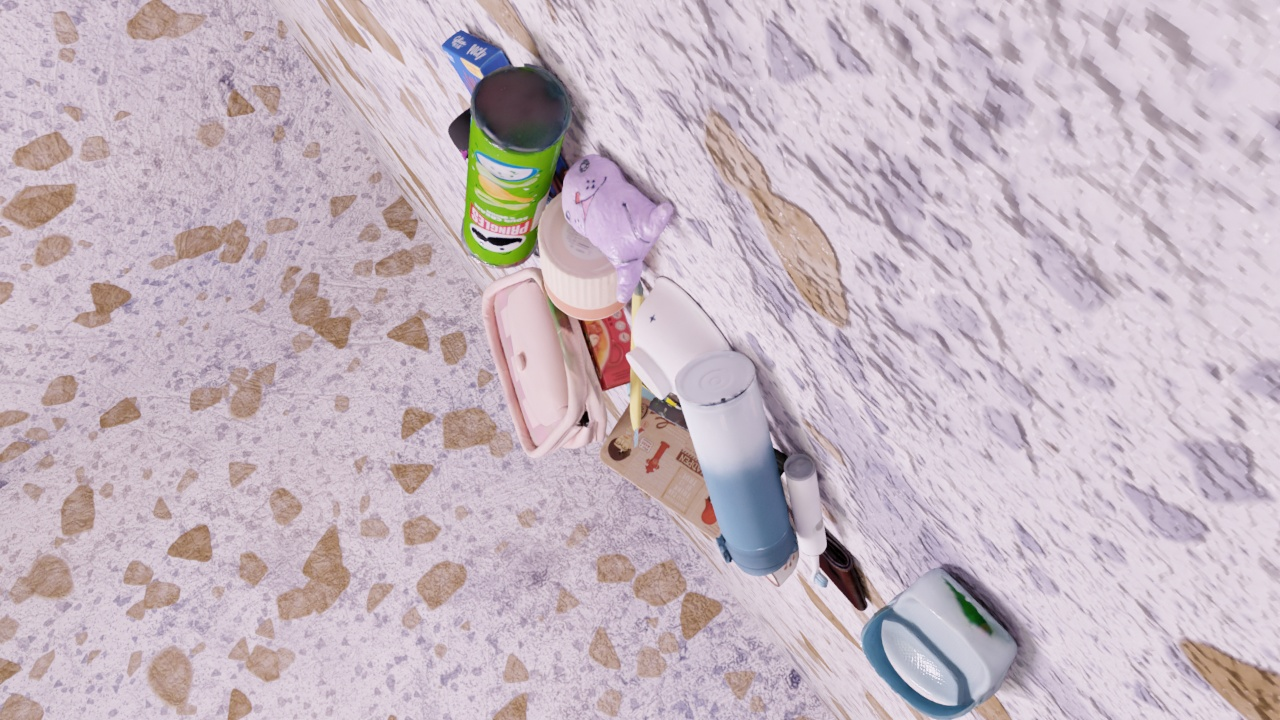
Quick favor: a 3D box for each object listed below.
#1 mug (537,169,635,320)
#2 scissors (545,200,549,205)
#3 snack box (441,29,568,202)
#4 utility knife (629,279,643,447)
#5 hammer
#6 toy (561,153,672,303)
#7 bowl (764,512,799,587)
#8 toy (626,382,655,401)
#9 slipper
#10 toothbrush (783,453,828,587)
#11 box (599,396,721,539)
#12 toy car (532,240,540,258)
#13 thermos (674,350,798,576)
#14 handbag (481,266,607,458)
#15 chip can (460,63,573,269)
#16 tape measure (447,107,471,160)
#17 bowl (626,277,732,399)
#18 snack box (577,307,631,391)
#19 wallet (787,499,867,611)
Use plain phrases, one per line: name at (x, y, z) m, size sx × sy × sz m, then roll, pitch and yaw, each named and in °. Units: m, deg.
mug at (-0.044, -0.101, 0.749) m, size 0.106 × 0.081 × 0.114 m, roll 101°, pitch 159°, yaw -78°
scissors at (-0.066, -0.115, 0.845) m, size 0.137 × 0.017 × 0.096 m, roll 48°, pitch -145°, yaw 18°
snack box at (-0.109, -0.205, 0.796) m, size 0.084 × 0.026 × 0.157 m, roll 42°, pitch 168°, yaw 46°
utility knife at (-0.005, 0.005, 0.872) m, size 0.031 × 0.019 × 0.173 m, roll -116°, pitch 30°, yaw -70°
hammer at (0.040, 0.041, 0.951) m, size 0.126 × 0.032 × 0.323 m, roll 32°, pitch -178°, yaw -17°
toy at (-0.022, -0.103, 0.659) m, size 0.038 × 0.084 × 0.108 m, roll -7°, pitch -136°, yaw -43°
bowl at (0.140, 0.191, 1.028) m, size 0.113 × 0.062 × 0.113 m, roll 51°, pitch 171°, yaw 10°
toy at (0.030, 0.078, 1.173) m, size 0.161 × 0.050 × 0.156 m, roll 59°, pitch -172°, yaw 29°
slipper at (0.219, 0.224, 0.695) m, size 0.104 × 0.074 × 0.246 m, roll 47°, pitch 170°, yaw 24°
toothbrush at (0.154, 0.154, 0.834) m, size 0.026 × 0.026 × 0.221 m, roll 38°, pitch 159°, yaw 36°
box at (0.049, 0.118, 0.984) m, size 0.168 × 0.091 × 0.079 m, roll 32°, pitch 179°, yaw 22°
toy car at (-0.125, -0.164, 1.041) m, size 0.120 × 0.037 × 0.054 m, roll 60°, pitch 175°, yaw 15°
thermos at (0.083, 0.095, 0.767) m, size 0.070 × 0.070 × 0.221 m, roll 43°, pitch 156°, yaw 50°
handbag at (-0.086, -0.009, 0.915) m, size 0.235 × 0.093 × 0.193 m, roll 143°, pitch 111°, yaw -72°
chip can at (-0.105, -0.146, 0.737) m, size 0.072 × 0.072 × 0.236 m, roll 51°, pitch 161°, yaw 3°
tape measure at (-0.151, -0.217, 0.869) m, size 0.039 × 0.057 × 0.057 m, roll 56°, pitch -172°, yaw -6°
bowl at (0.027, -0.006, 0.784) m, size 0.118 × 0.064 × 0.118 m, roll 51°, pitch 173°, yaw 9°
snack box at (-0.040, -0.034, 0.959) m, size 0.113 × 0.044 × 0.127 m, roll 140°, pitch 112°, yaw -82°
wallet at (0.192, 0.203, 0.947) m, size 0.096 × 0.020 × 0.122 m, roll 49°, pitch 173°, yaw 38°
